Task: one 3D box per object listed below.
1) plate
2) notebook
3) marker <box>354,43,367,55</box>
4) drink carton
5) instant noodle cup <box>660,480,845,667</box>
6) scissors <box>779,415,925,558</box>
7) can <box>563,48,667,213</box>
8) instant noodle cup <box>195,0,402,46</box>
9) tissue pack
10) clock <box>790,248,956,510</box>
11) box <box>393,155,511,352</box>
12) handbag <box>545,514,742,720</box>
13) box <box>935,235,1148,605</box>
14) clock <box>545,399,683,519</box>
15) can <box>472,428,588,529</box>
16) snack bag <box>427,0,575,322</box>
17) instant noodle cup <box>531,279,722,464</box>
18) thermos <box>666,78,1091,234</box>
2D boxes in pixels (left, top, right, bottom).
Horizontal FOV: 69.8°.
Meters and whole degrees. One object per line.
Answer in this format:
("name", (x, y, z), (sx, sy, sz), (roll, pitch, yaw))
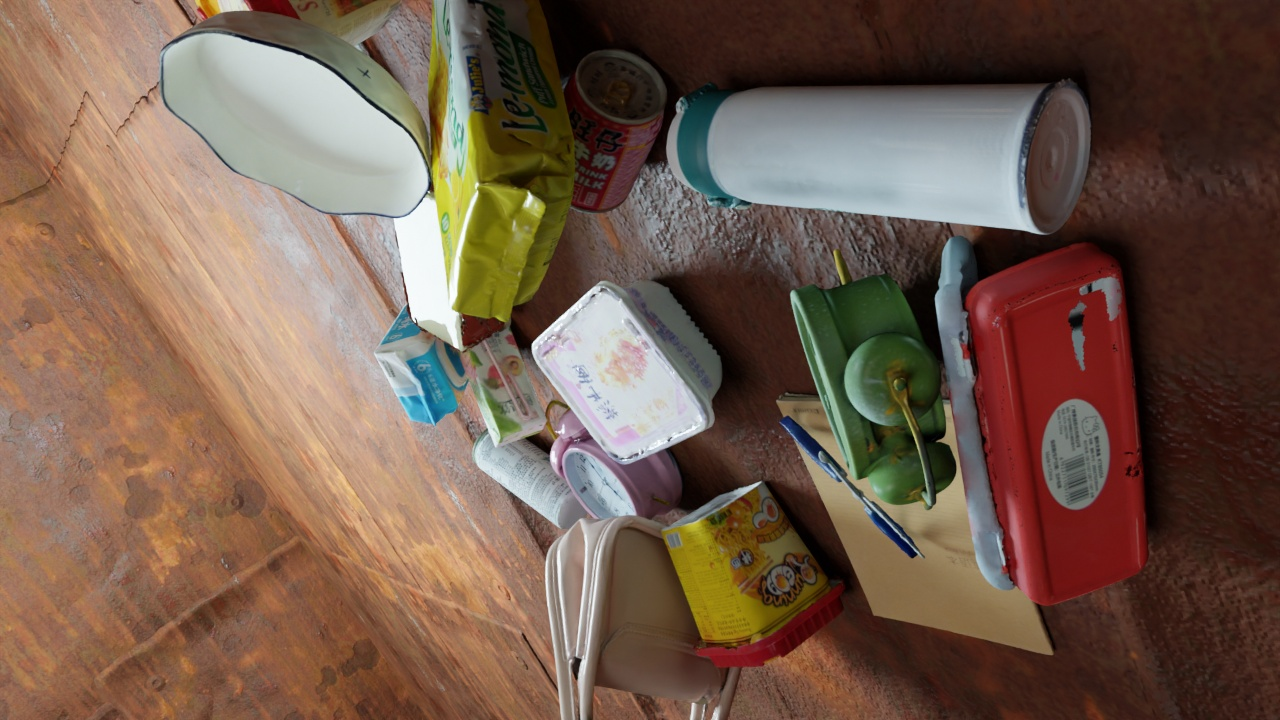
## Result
("plate", (-0.251, -0.181, 0.690), (0.205, 0.045, 0.205), (13, 157, 5))
("notebook", (0.194, 0.114, 0.656), (0.150, 0.012, 0.211), (-1, 122, 51))
("marker", (-0.263, -0.291, 0.819), (0.017, 0.016, 0.146), (-8, 116, 55))
("drink carton", (-0.139, 0.019, 0.908), (0.122, 0.053, 0.046), (66, 157, 14))
("instant noodle cup", (0.088, 0.177, 0.772), (0.123, 0.116, 0.116), (63, 148, 4))
("scissors", (0.140, 0.085, 0.606), (0.174, 0.012, 0.162), (42, -175, -48))
("can", (-0.025, -0.151, 0.609), (0.066, 0.066, 0.094), (46, 148, 8))
("instant noodle cup", (-0.268, -0.286, 0.727), (0.117, 0.124, 0.116), (-12, 112, 56))
("tissue pack", (-0.215, -0.005, 0.952), (0.063, 0.139, 0.090), (-14, 118, 13))
("clock", (0.133, 0.015, 0.517), (0.161, 0.056, 0.116), (-99, -12, -54))
("box", (-0.177, -0.093, 0.833), (0.091, 0.077, 0.169), (27, 135, 29))
("handbag", (0.006, 0.265, 0.802), (0.193, 0.233, 0.094), (23, 150, -33))
("box", (0.205, 0.029, 0.506), (0.098, 0.095, 0.201), (-114, 4, -65))
("clock", (-0.034, 0.097, 0.884), (0.158, 0.059, 0.117), (44, 148, 15))
("can", (-0.121, 0.128, 1.029), (0.147, 0.058, 0.058), (30, 143, 31))
("snack bag", (-0.099, -0.160, 0.613), (0.158, 0.068, 0.246), (122, 141, -58))
("instant noodle cup", (-0.004, 0.004, 0.751), (0.138, 0.060, 0.174), (53, 150, -3))
("thermos", (0.108, -0.108, 0.483), (0.224, 0.073, 0.073), (16, 134, 44))
